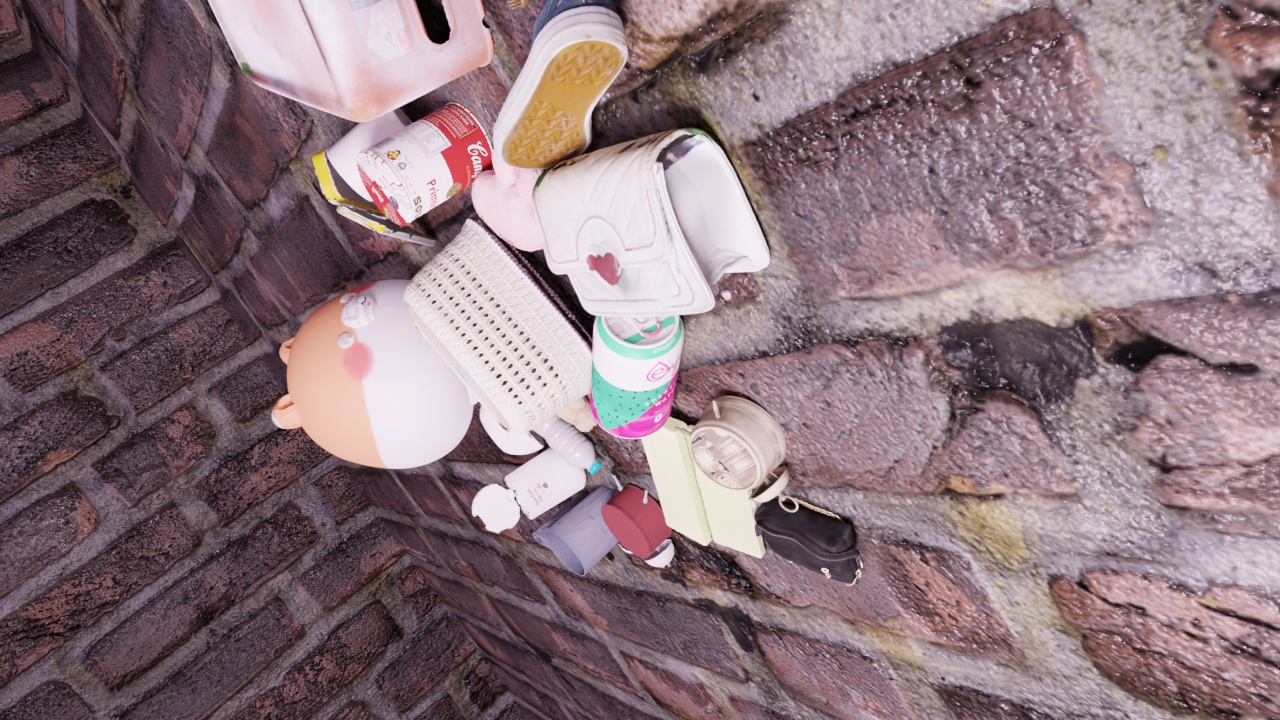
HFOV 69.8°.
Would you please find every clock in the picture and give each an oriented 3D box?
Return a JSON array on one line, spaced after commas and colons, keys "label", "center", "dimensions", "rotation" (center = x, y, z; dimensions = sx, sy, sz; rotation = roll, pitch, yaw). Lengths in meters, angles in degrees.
[{"label": "clock", "center": [-0.002, 0.226, 1.244], "dimensions": [0.096, 0.048, 0.138], "rotation": [16, 137, 48]}, {"label": "clock", "center": [0.104, 0.100, 0.906], "dimensions": [0.141, 0.054, 0.093], "rotation": [47, 141, -2]}]

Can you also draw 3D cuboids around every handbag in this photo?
[{"label": "handbag", "center": [0.169, 0.187, 0.930], "dimensions": [0.129, 0.054, 0.079], "rotation": [14, 140, 47]}, {"label": "handbag", "center": [-0.003, -0.113, 0.774], "dimensions": [0.199, 0.096, 0.142], "rotation": [3, 126, 58]}]

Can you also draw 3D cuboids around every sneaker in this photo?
[{"label": "sneaker", "center": [-0.075, -0.234, 0.760], "dimensions": [0.236, 0.087, 0.079], "rotation": [142, 121, -67]}]

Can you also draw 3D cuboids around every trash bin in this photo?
[{"label": "trash bin", "center": [-0.290, -0.345, 0.859], "dimensions": [0.260, 0.157, 0.182], "rotation": [28, 145, 39]}]

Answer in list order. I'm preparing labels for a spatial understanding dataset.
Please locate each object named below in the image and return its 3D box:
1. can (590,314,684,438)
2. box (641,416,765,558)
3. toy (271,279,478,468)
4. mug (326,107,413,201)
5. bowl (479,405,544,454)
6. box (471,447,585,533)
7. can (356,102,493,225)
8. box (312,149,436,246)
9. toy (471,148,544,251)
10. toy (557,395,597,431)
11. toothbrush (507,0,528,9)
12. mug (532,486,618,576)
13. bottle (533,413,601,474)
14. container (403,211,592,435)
[{"label": "can", "center": [-0.006, 0.005, 0.931], "dimensions": [0.088, 0.088, 0.166], "rotation": [40, 151, 21]}, {"label": "box", "center": [0.069, 0.142, 1.035], "dimensions": [0.139, 0.029, 0.187], "rotation": [18, 138, 35]}, {"label": "toy", "center": [-0.363, 0.017, 1.281], "dimensions": [0.266, 0.280, 0.262], "rotation": [92, 168, -47]}, {"label": "mug", "center": [-0.289, -0.231, 1.059], "dimensions": [0.073, 0.090, 0.110], "rotation": [56, -173, 35]}, {"label": "bowl", "center": [-0.192, 0.092, 1.320], "dimensions": [0.114, 0.050, 0.115], "rotation": [54, 178, 2]}, {"label": "box", "center": [-0.162, 0.192, 1.326], "dimensions": [0.084, 0.165, 0.095], "rotation": [62, 163, -10]}, {"label": "can", "center": [-0.227, -0.209, 0.973], "dimensions": [0.086, 0.116, 0.087], "rotation": [37, 150, 26]}, {"label": "box", "center": [-0.328, -0.191, 1.137], "dimensions": [0.128, 0.045, 0.209], "rotation": [49, -175, 2]}, {"label": "toy", "center": [-0.131, -0.172, 0.952], "dimensions": [0.108, 0.053, 0.105], "rotation": [41, 137, 21]}, {"label": "toy", "center": [-0.102, 0.046, 1.180], "dimensions": [0.118, 0.043, 0.092], "rotation": [47, 152, 5]}, {"label": "toothbrush", "center": [-0.131, -0.367, 0.741], "dimensions": [0.016, 0.016, 0.167], "rotation": [12, 134, 49]}, {"label": "mug", "center": [-0.084, 0.239, 1.325], "dimensions": [0.124, 0.103, 0.084], "rotation": [12, 134, 52]}, {"label": "bottle", "center": [-0.107, 0.104, 1.258], "dimensions": [0.136, 0.044, 0.044], "rotation": [41, 152, 18]}, {"label": "container", "center": [-0.155, -0.033, 1.054], "dimensions": [0.251, 0.143, 0.185], "rotation": [49, 167, 5]}]
